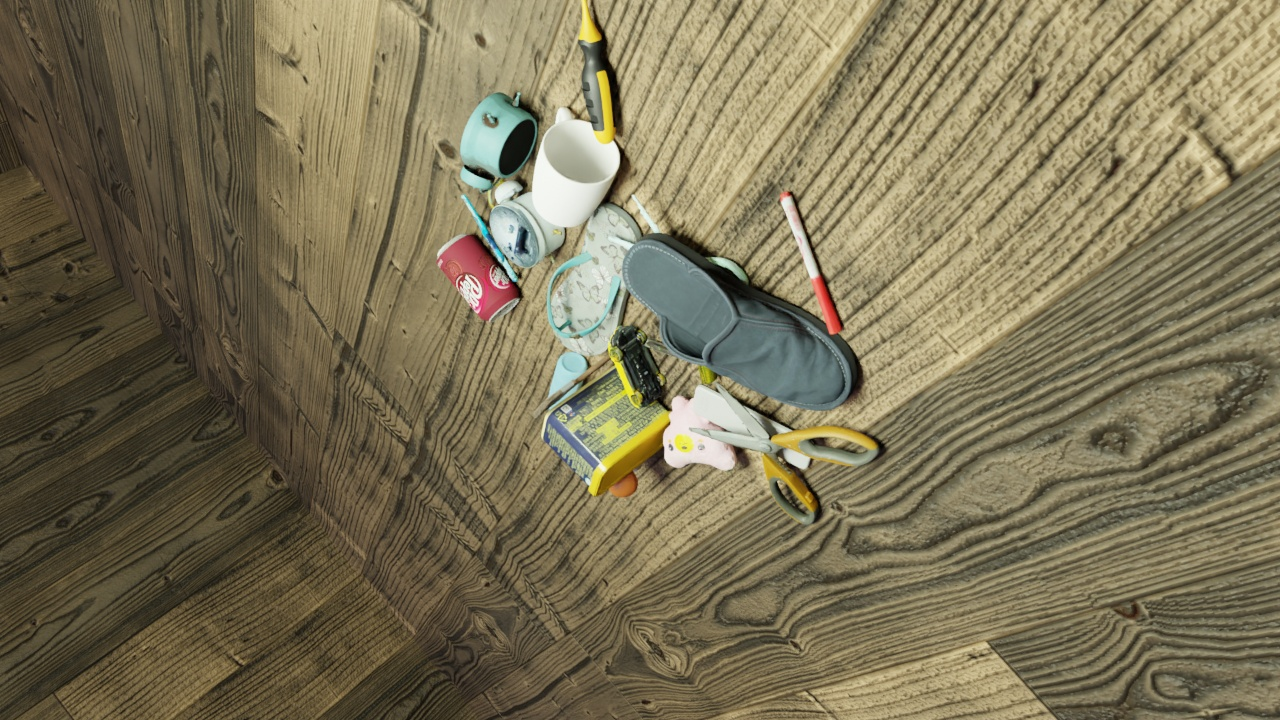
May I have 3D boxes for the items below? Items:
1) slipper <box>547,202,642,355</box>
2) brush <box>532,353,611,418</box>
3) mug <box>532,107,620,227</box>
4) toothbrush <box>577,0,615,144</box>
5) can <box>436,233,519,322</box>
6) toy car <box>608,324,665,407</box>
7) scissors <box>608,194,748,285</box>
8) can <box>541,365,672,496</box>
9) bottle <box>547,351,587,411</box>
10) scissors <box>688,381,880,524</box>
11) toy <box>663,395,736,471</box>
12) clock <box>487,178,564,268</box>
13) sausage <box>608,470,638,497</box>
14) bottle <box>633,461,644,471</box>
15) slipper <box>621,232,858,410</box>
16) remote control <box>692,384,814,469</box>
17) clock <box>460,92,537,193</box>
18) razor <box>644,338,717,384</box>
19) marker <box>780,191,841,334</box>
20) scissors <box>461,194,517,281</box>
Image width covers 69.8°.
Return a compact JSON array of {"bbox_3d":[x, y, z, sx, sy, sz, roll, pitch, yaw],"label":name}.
[{"bbox_3d":[-0.061,-0.075,1.084,0.098,0.054,0.270,44,145,8],"label":"slipper"},{"bbox_3d":[-0.073,0.023,1.106,0.008,0.142,0.045,49,138,3],"label":"brush"},{"bbox_3d":[-0.076,-0.207,0.965,0.088,0.080,0.114,125,135,-60],"label":"mug"},{"bbox_3d":[-0.047,-0.302,0.874,0.031,0.030,0.197,37,143,50],"label":"toothbrush"},{"bbox_3d":[-0.217,-0.111,1.229,0.114,0.063,0.063,51,147,2],"label":"can"},{"bbox_3d":[-0.007,0.006,1.096,0.030,0.049,0.107,5,123,52],"label":"toy car"},{"bbox_3d":[0.041,-0.102,0.952,0.166,0.024,0.171,3,134,51],"label":"scissors"},{"bbox_3d":[-0.040,0.083,1.132,0.104,0.135,0.075,43,146,18],"label":"can"},{"bbox_3d":[-0.102,0.039,1.251,0.040,0.040,0.130,43,146,15],"label":"bottle"},{"bbox_3d":[0.156,0.106,0.989,0.226,0.016,0.230,6,136,35],"label":"scissors"},{"bbox_3d":[0.066,0.087,1.081,0.103,0.050,0.093,-1,109,40],"label":"toy"},{"bbox_3d":[-0.144,-0.165,1.093,0.117,0.056,0.083,43,147,14],"label":"clock"},{"bbox_3d":[-0.047,0.102,1.190,0.039,0.044,0.164,-40,57,28],"label":"sausage"},{"bbox_3d":[-0.049,0.108,1.248,0.136,0.044,0.044,21,136,39],"label":"bottle"},{"bbox_3d":[0.081,-0.023,0.900,0.265,0.083,0.109,34,133,11],"label":"slipper"},{"bbox_3d":[0.123,0.073,1.015,0.147,0.008,0.045,27,139,19],"label":"remote control"},{"bbox_3d":[-0.159,-0.235,1.019,0.053,0.089,0.124,32,143,13],"label":"clock"},{"bbox_3d":[0.043,-0.008,1.047,0.106,0.026,0.042,21,138,44],"label":"razor"},{"bbox_3d":[0.155,-0.088,0.840,0.013,0.012,0.142,0,121,51],"label":"marker"},{"bbox_3d":[-0.188,-0.150,1.161,0.134,0.011,0.140,62,176,-23],"label":"scissors"}]
